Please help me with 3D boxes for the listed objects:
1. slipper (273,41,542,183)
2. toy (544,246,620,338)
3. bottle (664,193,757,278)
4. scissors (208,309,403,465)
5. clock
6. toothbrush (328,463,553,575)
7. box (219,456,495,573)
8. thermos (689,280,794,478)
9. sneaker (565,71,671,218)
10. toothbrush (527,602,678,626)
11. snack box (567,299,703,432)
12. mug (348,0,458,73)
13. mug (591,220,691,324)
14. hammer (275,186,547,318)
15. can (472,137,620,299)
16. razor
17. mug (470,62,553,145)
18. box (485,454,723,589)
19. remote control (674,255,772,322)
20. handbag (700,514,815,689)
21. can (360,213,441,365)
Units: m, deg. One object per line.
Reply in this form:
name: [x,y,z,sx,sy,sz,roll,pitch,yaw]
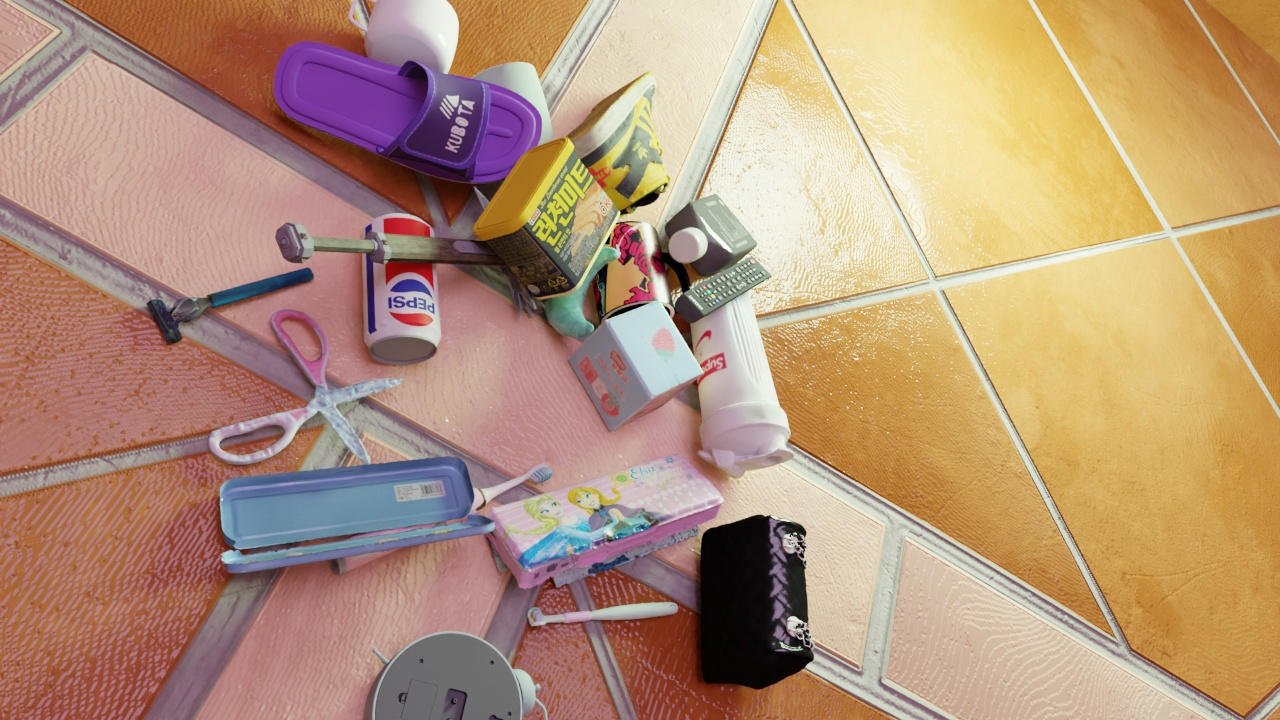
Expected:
slipper: [-0.231,-0.250,0.917,0.266,0.084,0.107,14,93,-12]
toy: [-0.066,-0.072,0.966,0.033,0.085,0.105,30,71,-45]
bottle: [0.075,-0.141,1.058,0.084,0.046,0.173,51,24,2]
scissors: [-0.299,0.033,0.806,0.176,0.013,0.170,-31,76,-31]
clock: [-0.150,0.291,0.750,0.159,0.045,0.122,23,56,-20]
toothbrush: [-0.172,0.136,0.828,0.222,0.027,0.026,-20,51,-36]
box: [-0.234,0.132,0.758,0.209,0.043,0.125,-5,29,-26]
thermos: [0.101,0.019,1.016,0.099,0.100,0.220,9,56,-27]
sneaker: [-0.010,-0.254,1.089,0.122,0.086,0.237,55,36,-19]
toothbrush: [-0.032,0.238,0.865,0.154,0.015,0.022,4,29,-28]
snack box: [-0.006,0.006,0.950,0.079,0.095,0.093,-24,79,-37]
mug: [-0.256,-0.353,0.989,0.115,0.095,0.068,22,57,-28]
mug: [0.003,-0.089,1.012,0.117,0.082,0.098,2,65,-30]
hammer: [-0.204,-0.105,0.833,0.316,0.028,0.147,-10,74,-65]
can: [-0.091,-0.142,0.929,0.101,0.073,0.130,49,51,-33]
razor: [-0.361,-0.059,0.824,0.143,0.022,0.042,-27,82,-38]
mug: [-0.154,-0.260,1.017,0.111,0.084,0.104,-17,87,-12]
box: [-0.035,0.161,0.890,0.229,0.071,0.084,-13,41,-34]
remote control: [0.094,-0.080,1.013,0.146,0.015,0.033,-31,73,-39]
handbag: [0.130,0.235,0.890,0.114,0.125,0.153,18,57,-22]
can: [-0.229,-0.068,0.874,0.070,0.070,0.132,4,64,-28]
